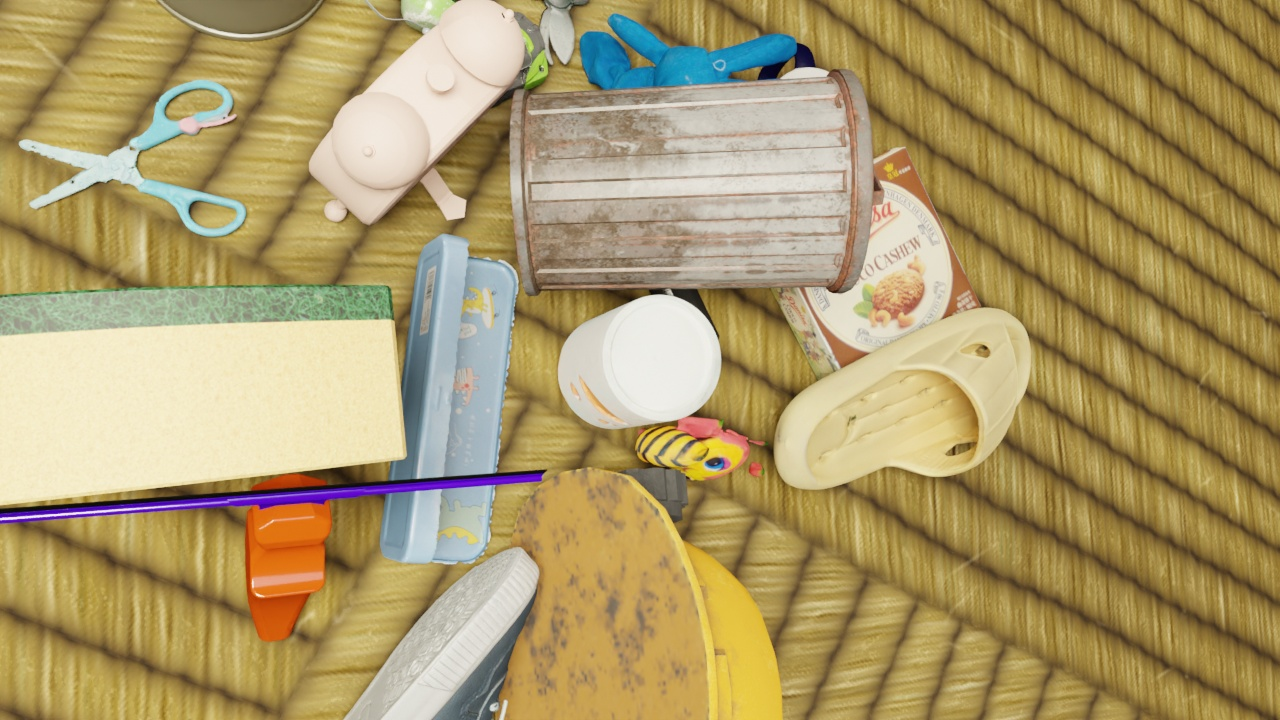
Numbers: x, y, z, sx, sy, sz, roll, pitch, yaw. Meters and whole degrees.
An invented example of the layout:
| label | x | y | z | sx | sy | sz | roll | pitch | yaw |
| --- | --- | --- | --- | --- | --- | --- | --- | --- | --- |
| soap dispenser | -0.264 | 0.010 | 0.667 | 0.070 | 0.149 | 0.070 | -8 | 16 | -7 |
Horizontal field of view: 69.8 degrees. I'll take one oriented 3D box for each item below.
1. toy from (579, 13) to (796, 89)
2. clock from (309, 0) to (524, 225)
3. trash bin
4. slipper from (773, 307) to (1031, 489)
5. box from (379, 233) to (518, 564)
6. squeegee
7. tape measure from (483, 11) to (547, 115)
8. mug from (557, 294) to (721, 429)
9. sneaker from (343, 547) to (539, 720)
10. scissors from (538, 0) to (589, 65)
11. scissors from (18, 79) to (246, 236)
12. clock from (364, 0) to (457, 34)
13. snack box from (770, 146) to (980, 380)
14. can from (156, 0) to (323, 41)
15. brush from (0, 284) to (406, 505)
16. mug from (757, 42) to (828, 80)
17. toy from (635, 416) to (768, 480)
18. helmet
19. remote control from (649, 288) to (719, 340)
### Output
| label | x | y | z | sx | sy | sz | roll | pitch | yaw |
| --- | --- | --- | --- | --- | --- | --- | --- | --- | --- |
| toy | 0.021 | -0.177 | 0.619 | 0.070 | 0.177 | 0.113 | -24 | 112 | -50 |
| clock | -0.128 | -0.137 | 0.554 | 0.086 | 0.161 | 0.131 | 42 | 72 | -10 |
| trash bin | 0.036 | -0.103 | 0.549 | 0.211 | 0.131 | 0.130 | -2 | 85 | 0 |
| slipper | 0.218 | 0.035 | 0.681 | 0.261 | 0.079 | 0.111 | -17 | 117 | -25 |
| box | -0.116 | 0.029 | 0.599 | 0.078 | 0.073 | 0.210 | 11 | 79 | -32 |
| squeegee | -0.197 | 0.107 | 0.506 | 0.249 | 0.185 | 0.055 | -1 | 51 | -27 |
| tape measure | -0.098 | -0.214 | 0.640 | 0.065 | 0.036 | 0.058 | -35 | 96 | -19 |
| mug | -0.004 | 0.004 | 0.615 | 0.082 | 0.105 | 0.082 | 2 | 84 | -19 |
| sneaker | -0.124 | 0.225 | 0.555 | 0.087 | 0.089 | 0.235 | 39 | 86 | -15 |
| scissors | -0.058 | -0.294 | 0.672 | 0.131 | 0.019 | 0.149 | 46 | 71 | -9 |
| scissors | -0.305 | -0.113 | 0.573 | 0.138 | 0.015 | 0.120 | -34 | 95 | -13 |
| clock | -0.144 | -0.277 | 0.614 | 0.094 | 0.043 | 0.119 | 44 | 70 | -31 |
| snack box | 0.175 | -0.071 | 0.720 | 0.143 | 0.041 | 0.147 | -30 | 96 | -19 |
| can | -0.255 | -0.273 | 0.570 | 0.127 | 0.073 | 0.127 | 2 | 84 | -19 |
| brush | -0.234 | 0.023 | 0.454 | 0.194 | 0.251 | 0.075 | -5 | 86 | -23 |
| mug | 0.105 | -0.175 | 0.676 | 0.078 | 0.097 | 0.112 | 3 | 84 | -19 |
| toy | 0.038 | 0.061 | 0.634 | 0.103 | 0.084 | 0.046 | 16 | 84 | -54 |
| helmet | 0.012 | 0.199 | 0.572 | 0.131 | 0.206 | 0.255 | 11 | 66 | -39 |
| remote control | 0.015 | -0.075 | 0.677 | 0.033 | 0.015 | 0.147 | -27 | 94 | -20 |
